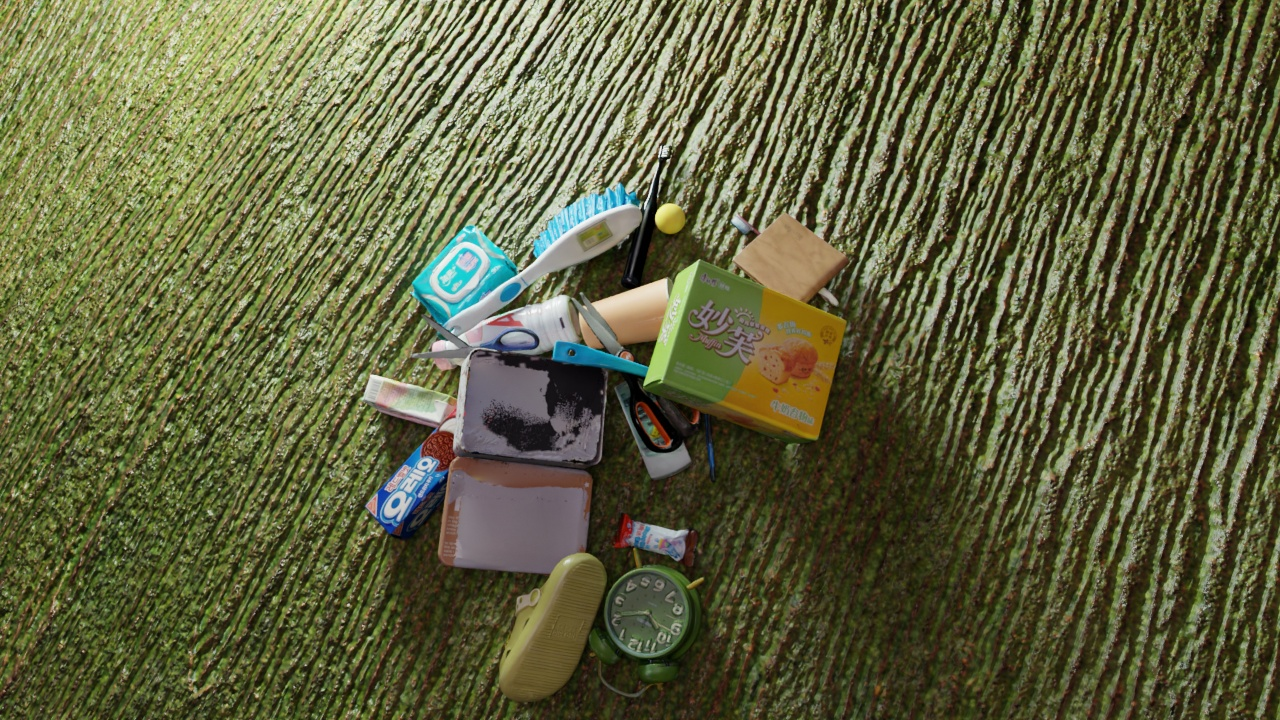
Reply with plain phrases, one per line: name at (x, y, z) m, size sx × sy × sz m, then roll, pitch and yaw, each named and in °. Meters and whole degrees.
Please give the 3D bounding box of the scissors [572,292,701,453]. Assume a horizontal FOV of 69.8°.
scissors at (-0.019, 0.017, 1.127) m, size 0.235 × 0.022 × 0.148 m, roll 35°, pitch 56°, yaw -11°

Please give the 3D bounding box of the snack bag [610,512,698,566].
snack bag at (0.018, 0.218, 1.117) m, size 0.105 × 0.026 × 0.045 m, roll 11°, pitch 73°, yaw 12°

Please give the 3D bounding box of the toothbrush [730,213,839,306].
toothbrush at (0.187, -0.130, 1.195) m, size 0.017 × 0.016 × 0.187 m, roll -46°, pitch 70°, yaw 3°

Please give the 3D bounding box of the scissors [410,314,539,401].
scissors at (-0.206, -0.007, 1.181) m, size 0.175 × 0.162 × 0.012 m, roll -21°, pitch 26°, yaw 15°

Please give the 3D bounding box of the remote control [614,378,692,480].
remote control at (0.016, 0.082, 1.162) m, size 0.056 × 0.019 × 0.135 m, roll -23°, pitch 70°, yaw 3°

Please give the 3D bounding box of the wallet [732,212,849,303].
wallet at (0.191, -0.127, 1.173) m, size 0.101 × 0.020 × 0.115 m, roll -43°, pitch 67°, yaw -10°

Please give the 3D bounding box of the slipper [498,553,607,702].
slipper at (-0.108, 0.310, 1.094) m, size 0.082 × 0.091 × 0.190 m, roll 26°, pitch 89°, yaw 57°

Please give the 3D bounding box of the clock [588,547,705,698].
clock at (0.005, 0.312, 1.074) m, size 0.116 × 0.056 × 0.161 m, roll 20°, pitch 78°, yaw 17°

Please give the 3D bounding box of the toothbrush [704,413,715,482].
toothbrush at (0.086, 0.060, 1.159) m, size 0.016 × 0.014 × 0.189 m, roll 0°, pitch 72°, yaw -14°

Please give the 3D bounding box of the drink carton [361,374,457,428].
drink carton at (-0.301, 0.057, 1.215) m, size 0.122 × 0.053 × 0.045 m, roll 15°, pitch 78°, yaw 15°

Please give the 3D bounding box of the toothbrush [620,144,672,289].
toothbrush at (0.011, -0.198, 1.245) m, size 0.027 × 0.026 × 0.212 m, roll 4°, pitch 72°, yaw 37°

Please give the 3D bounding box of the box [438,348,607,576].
box at (-0.141, 0.127, 1.117) m, size 0.176 × 0.082 × 0.259 m, roll 8°, pitch 78°, yaw -16°

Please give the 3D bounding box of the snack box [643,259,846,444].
snack box at (0.126, -0.006, 1.092) m, size 0.210 × 0.070 × 0.157 m, roll 21°, pitch 75°, yaw -14°

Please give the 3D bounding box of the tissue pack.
tissue pack at (-0.242, -0.110, 1.255) m, size 0.093 × 0.050 × 0.133 m, roll 38°, pitch 84°, yaw 18°

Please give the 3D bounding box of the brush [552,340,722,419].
brush at (0.017, 0.014, 1.108) m, size 0.254 × 0.046 × 0.083 m, roll 13°, pitch 71°, yaw -20°

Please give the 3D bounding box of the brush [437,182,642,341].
brush at (-0.133, -0.129, 1.212) m, size 0.314 × 0.060 × 0.109 m, roll -29°, pitch 33°, yaw 4°

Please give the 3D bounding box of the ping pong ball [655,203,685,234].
ping pong ball at (0.040, -0.189, 1.228) m, size 0.040 × 0.040 × 0.040 m, roll -3°, pitch 73°, yaw 10°

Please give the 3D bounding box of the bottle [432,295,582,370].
bottle at (-0.178, -0.030, 1.211) m, size 0.197 × 0.068 × 0.068 m, roll -15°, pitch 71°, yaw 9°

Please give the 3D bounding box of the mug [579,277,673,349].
mug at (-0.013, -0.056, 1.183) m, size 0.123 × 0.078 × 0.078 m, roll -12°, pitch 71°, yaw 12°

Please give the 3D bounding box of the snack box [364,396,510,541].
snack box at (-0.257, 0.136, 1.180) m, size 0.058 × 0.057 × 0.207 m, roll 40°, pitch 84°, yaw 20°
